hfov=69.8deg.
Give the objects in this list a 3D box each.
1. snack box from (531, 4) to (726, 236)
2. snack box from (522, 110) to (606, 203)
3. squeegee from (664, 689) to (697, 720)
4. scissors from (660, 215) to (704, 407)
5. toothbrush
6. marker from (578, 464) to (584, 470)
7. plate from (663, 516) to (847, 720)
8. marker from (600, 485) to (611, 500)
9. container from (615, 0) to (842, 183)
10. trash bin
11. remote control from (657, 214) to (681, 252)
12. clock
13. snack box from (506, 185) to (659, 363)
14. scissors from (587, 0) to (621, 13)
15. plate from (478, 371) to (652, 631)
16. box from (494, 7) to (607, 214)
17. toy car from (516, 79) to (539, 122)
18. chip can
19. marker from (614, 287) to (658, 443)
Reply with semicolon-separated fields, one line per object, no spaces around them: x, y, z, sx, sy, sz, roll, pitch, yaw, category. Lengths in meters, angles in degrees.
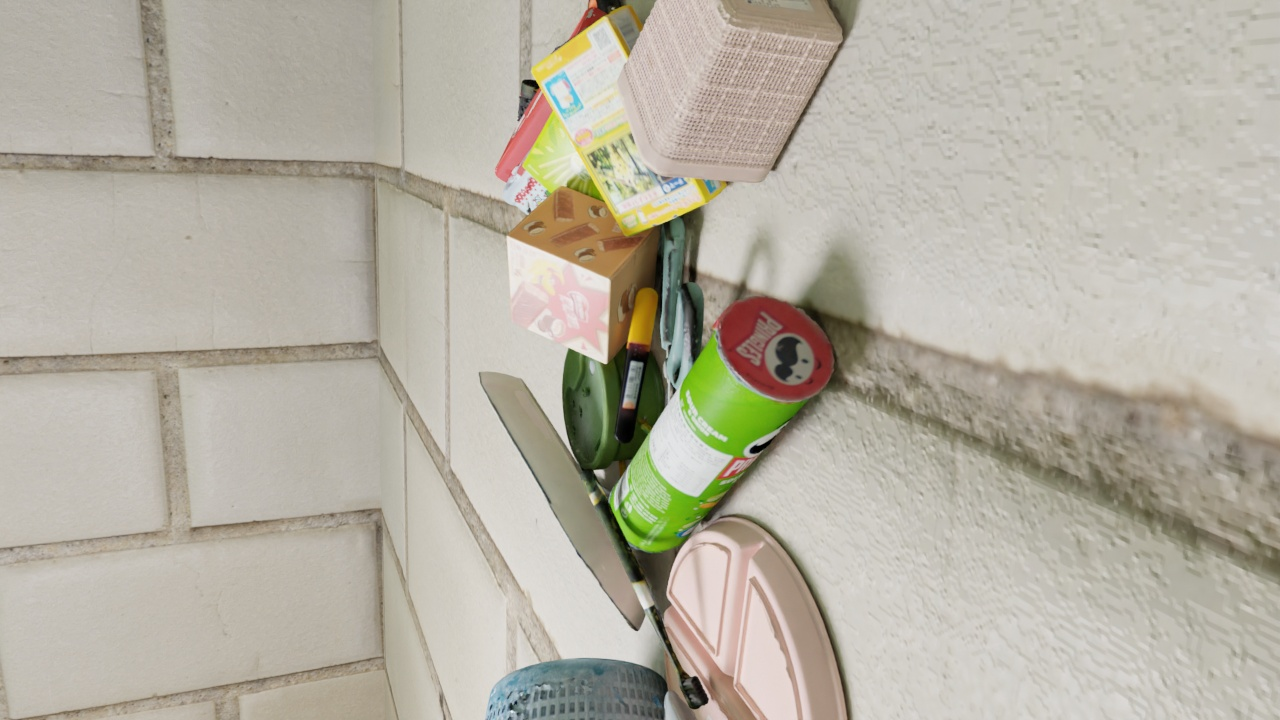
-0.009;-0.163;0.644;0.087;0.033;0.140;-16;108;47;snack box
-0.027;-0.173;0.701;0.086;0.026;0.157;44;140;-1;snack box
0.071;0.274;0.543;0.250;0.040;0.248;30;123;55;squeegee
0.027;-0.022;0.659;0.181;0.019;0.170;-138;49;-82;scissors
0.002;0.161;0.656;0.185;0.012;0.017;63;146;9;toothbrush
-0.058;0.085;0.907;0.018;0.015;0.124;132;140;-54;marker
0.066;0.224;0.631;0.230;0.028;0.229;176;90;-67;plate
-0.048;0.128;0.910;0.145;0.017;0.017;-171;79;-67;marker
0.051;-0.178;0.543;0.111;0.089;0.090;122;140;-50;container
-0.045;0.348;0.710;0.227;0.226;0.194;115;157;-49;trash bin
-0.003;-0.108;0.766;0.150;0.021;0.058;125;137;-57;remote control
-0.029;0.021;0.799;0.116;0.056;0.161;118;143;-50;clock
-0.046;-0.068;0.729;0.094;0.076;0.093;24;140;17;snack box
-0.029;-0.362;0.799;0.234;0.021;0.221;-171;80;-66;scissors
-0.062;0.113;0.806;0.265;0.034;0.162;55;174;28;plate
-0.053;-0.200;0.813;0.202;0.100;0.102;-35;31;58;box
-0.089;-0.232;0.932;0.156;0.041;0.071;51;139;45;toy car
0.042;0.053;0.610;0.237;0.072;0.072;119;142;-52;chip can
-0.004;0.004;0.717;0.015;0.018;0.124;-147;66;-77;marker
